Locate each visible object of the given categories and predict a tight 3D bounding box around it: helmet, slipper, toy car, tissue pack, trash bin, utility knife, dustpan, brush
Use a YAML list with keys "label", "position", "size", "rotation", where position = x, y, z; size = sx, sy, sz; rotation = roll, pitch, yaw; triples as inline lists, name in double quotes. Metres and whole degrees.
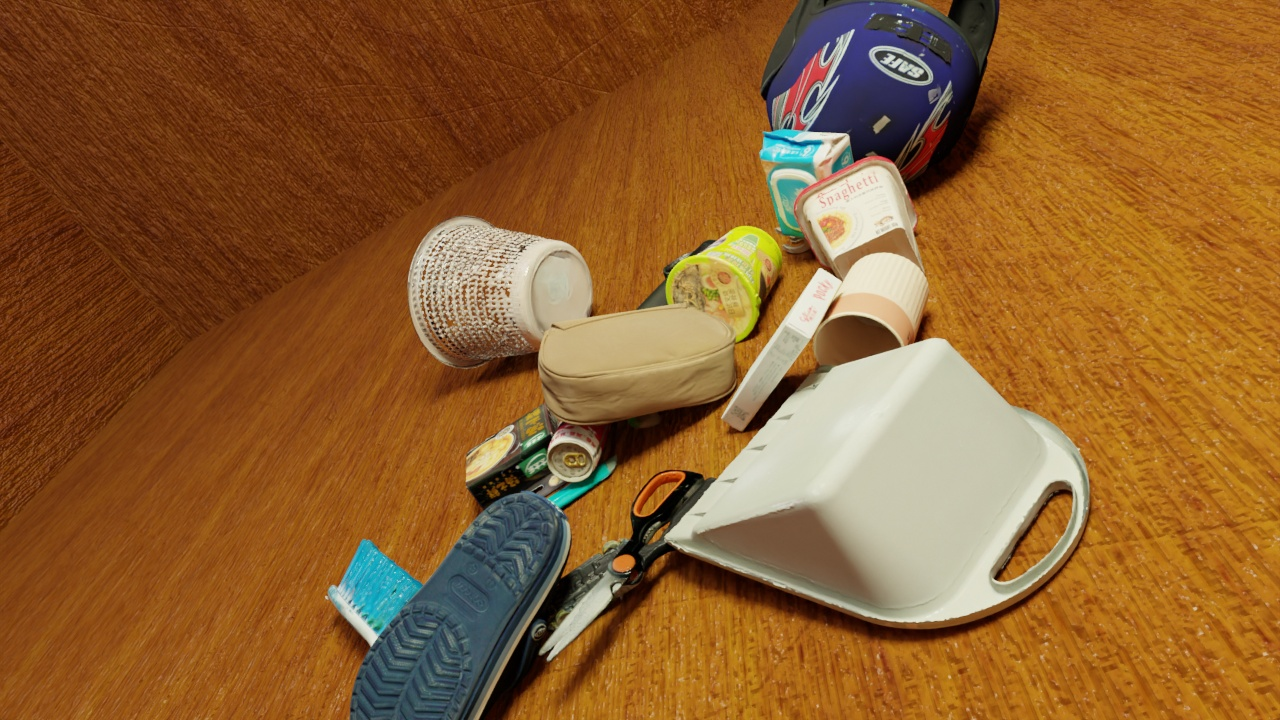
- label: "helmet"
  position: [0.280, -0.339, 1.068]
  size: [0.316, 0.247, 0.239]
  rotation: [115, 174, -50]
- label: "slipper"
  position: [-0.137, 0.225, 0.743]
  size: [0.105, 0.095, 0.252]
  rotation: [21, 74, 32]
- label: "toy car"
  position: [-0.040, 0.192, 0.777]
  size: [0.105, 0.031, 0.049]
  rotation: [-34, 31, -7]
- label: "tissue pack"
  position: [0.193, -0.198, 1.040]
  size: [0.090, 0.140, 0.063]
  rotation: [16, 53, 38]
- label: "trash bin"
  position: [-0.184, -0.095, 1.311]
  size: [0.192, 0.228, 0.226]
  rotation: [4, 42, 36]
- label: "utility knife"
  position: [-0.113, 0.163, 0.946]
  size: [0.219, 0.013, 0.029]
  rotation: [-32, 26, -3]
- label: "dustpan"
  position: [0.178, 0.097, 0.677]
  size: [0.222, 0.142, 0.258]
  rotation: [-44, 3, -24]
- label: "brush"
  position: [-0.239, 0.263, 0.878]
  size: [0.109, 0.060, 0.315]
  rotation: [-49, 30, -19]

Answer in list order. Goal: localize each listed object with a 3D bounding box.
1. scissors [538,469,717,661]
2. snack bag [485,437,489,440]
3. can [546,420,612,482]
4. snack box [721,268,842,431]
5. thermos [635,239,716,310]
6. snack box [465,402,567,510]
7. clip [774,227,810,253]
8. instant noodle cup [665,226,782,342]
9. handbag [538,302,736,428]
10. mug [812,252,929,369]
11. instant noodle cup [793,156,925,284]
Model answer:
- label: "scissors"
  position: [-0.015, 0.162, 0.759]
  size: [0.234, 0.022, 0.139]
  rotation: [-26, 33, -22]
- label: "snack bag"
  position: [-0.156, 0.094, 1.116]
  size: [0.105, 0.026, 0.045]
  rotation: [-32, 15, 1]
- label: "can"
  position: [-0.061, 0.074, 0.983]
  size: [0.053, 0.053, 0.132]
  rotation: [-24, 19, 20]
- label: "snack box"
  position: [0.127, -0.007, 0.845]
  size: [0.084, 0.027, 0.157]
  rotation: [-54, -5, -39]
- label: "thermos"
  position: [0.025, -0.054, 1.116]
  size: [0.090, 0.068, 0.241]
  rotation: [9, 45, 40]
- label: "snack box"
  position: [-0.136, 0.115, 1.031]
  size: [0.113, 0.053, 0.125]
  rotation: [-33, 19, 0]
- label: "clip"
  position: [0.214, -0.156, 1.117]
  size: [0.101, 0.035, 0.074]
  rotation: [5, 43, 48]
- label: "instant noodle cup"
  position: [0.106, -0.097, 1.060]
  size: [0.112, 0.112, 0.123]
  rotation: [-12, 24, 39]
- label: "handbag"
  position: [-0.006, 0.006, 0.960]
  size: [0.204, 0.100, 0.147]
  rotation: [-9, 30, -13]
- label: "mug"
  position: [0.206, -0.030, 0.847]
  size: [0.105, 0.081, 0.115]
  rotation: [-54, 2, -42]
- label: "instant noodle cup"
  position: [0.235, -0.131, 0.959]
  size: [0.116, 0.116, 0.124]
  rotation: [-26, 36, 16]
